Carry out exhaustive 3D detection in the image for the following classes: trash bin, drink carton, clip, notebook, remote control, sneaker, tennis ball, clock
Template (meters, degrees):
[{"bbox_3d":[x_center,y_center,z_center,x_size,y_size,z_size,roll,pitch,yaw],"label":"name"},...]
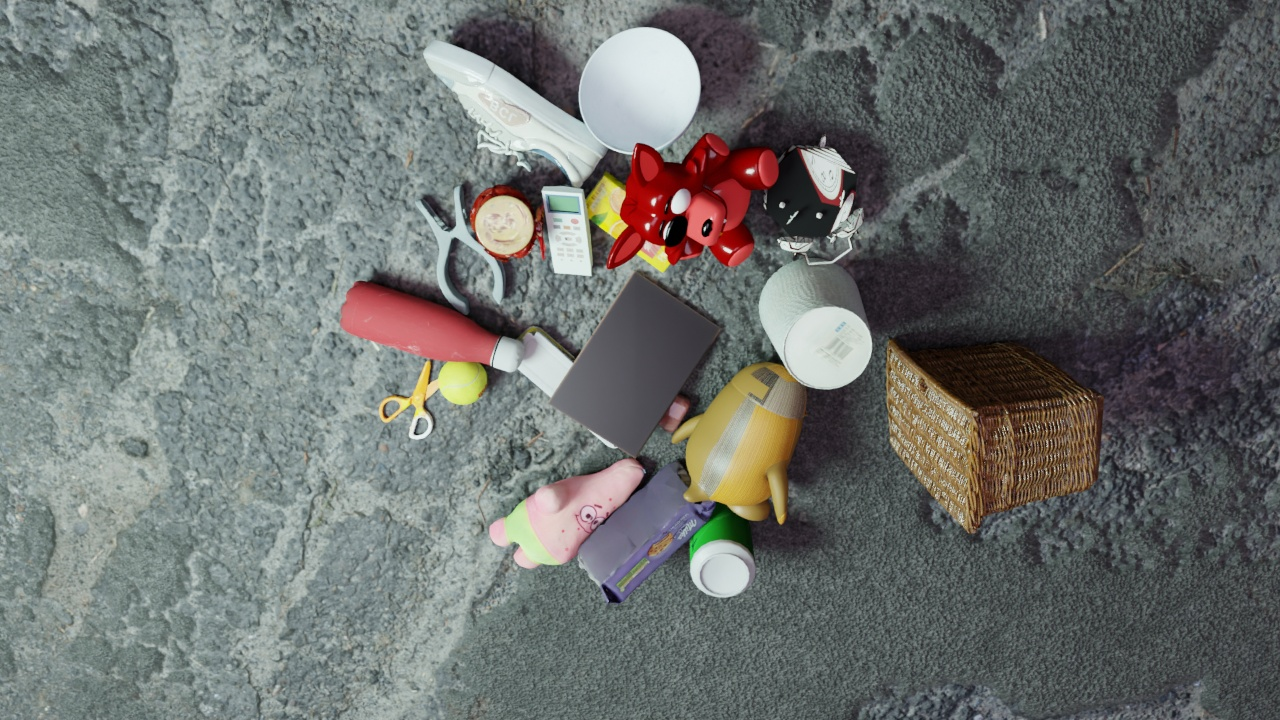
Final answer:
[{"bbox_3d":[0.220,-0.043,1.141,0.133,0.161,0.133,1,112,2],"label":"trash bin"},{"bbox_3d":[-0.007,-0.175,1.162,0.134,0.043,0.059,35,108,-12],"label":"drink carton"},{"bbox_3d":[-0.211,-0.148,1.191,0.127,0.028,0.167,-14,112,6],"label":"clip"},{"bbox_3d":[-0.007,0.007,1.220,0.141,0.008,0.209,33,92,-10],"label":"notebook"},{"bbox_3d":[-0.089,-0.163,1.151,0.049,0.024,0.144,5,141,8],"label":"remote control"},{"bbox_3d":[-0.159,-0.286,1.095,0.242,0.089,0.091,30,95,-13],"label":"sneaker"},{"bbox_3d":[-0.240,0.027,1.242,0.065,0.065,0.065,1,112,2],"label":"tennis ball"},{"bbox_3d":[0.214,-0.189,1.129,0.115,0.065,0.155,-20,106,8],"label":"clock"}]

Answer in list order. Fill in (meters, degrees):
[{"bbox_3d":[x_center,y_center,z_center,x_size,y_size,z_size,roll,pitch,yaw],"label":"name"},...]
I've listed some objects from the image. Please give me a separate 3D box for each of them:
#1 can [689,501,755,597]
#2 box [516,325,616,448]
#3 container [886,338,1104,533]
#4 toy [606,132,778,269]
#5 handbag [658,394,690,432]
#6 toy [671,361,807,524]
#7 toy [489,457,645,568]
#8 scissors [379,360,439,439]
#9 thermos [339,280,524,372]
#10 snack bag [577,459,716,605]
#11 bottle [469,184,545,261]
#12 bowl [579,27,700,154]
[{"bbox_3d":[0.113,0.259,1.280,0.088,0.139,0.088,1,112,2],"label":"can"},{"bbox_3d":[-0.090,0.039,1.259,0.209,0.033,0.064,42,106,-14],"label":"box"},{"bbox_3d":[0.437,0.073,1.145,0.183,0.249,0.162,-9,111,-4],"label":"container"},{"bbox_3d":[0.058,-0.182,1.074,0.196,0.120,0.159,-13,133,-39],"label":"toy"},{"bbox_3d":[0.006,0.050,1.264,0.119,0.029,0.055,29,106,-4],"label":"handbag"},{"bbox_3d":[0.149,0.095,1.222,0.199,0.162,0.204,36,112,31],"label":"toy"},{"bbox_3d":[-0.094,0.217,1.299,0.237,0.096,0.192,-33,139,4],"label":"toy"},{"bbox_3d":[-0.303,0.060,1.287,0.133,0.012,0.097,-36,107,17],"label":"scissors"},{"bbox_3d":[-0.269,-0.037,1.205,0.240,0.073,0.073,18,112,0],"label":"thermos"},{"bbox_3d":[0.004,0.234,1.269,0.205,0.096,0.058,-44,135,-3],"label":"snack bag"},{"bbox_3d":[-0.160,-0.170,1.133,0.099,0.111,0.099,-2,102,-9],"label":"bottle"},{"bbox_3d":[0.008,-0.307,1.079,0.144,0.074,0.144,0,90,16],"label":"bowl"}]
